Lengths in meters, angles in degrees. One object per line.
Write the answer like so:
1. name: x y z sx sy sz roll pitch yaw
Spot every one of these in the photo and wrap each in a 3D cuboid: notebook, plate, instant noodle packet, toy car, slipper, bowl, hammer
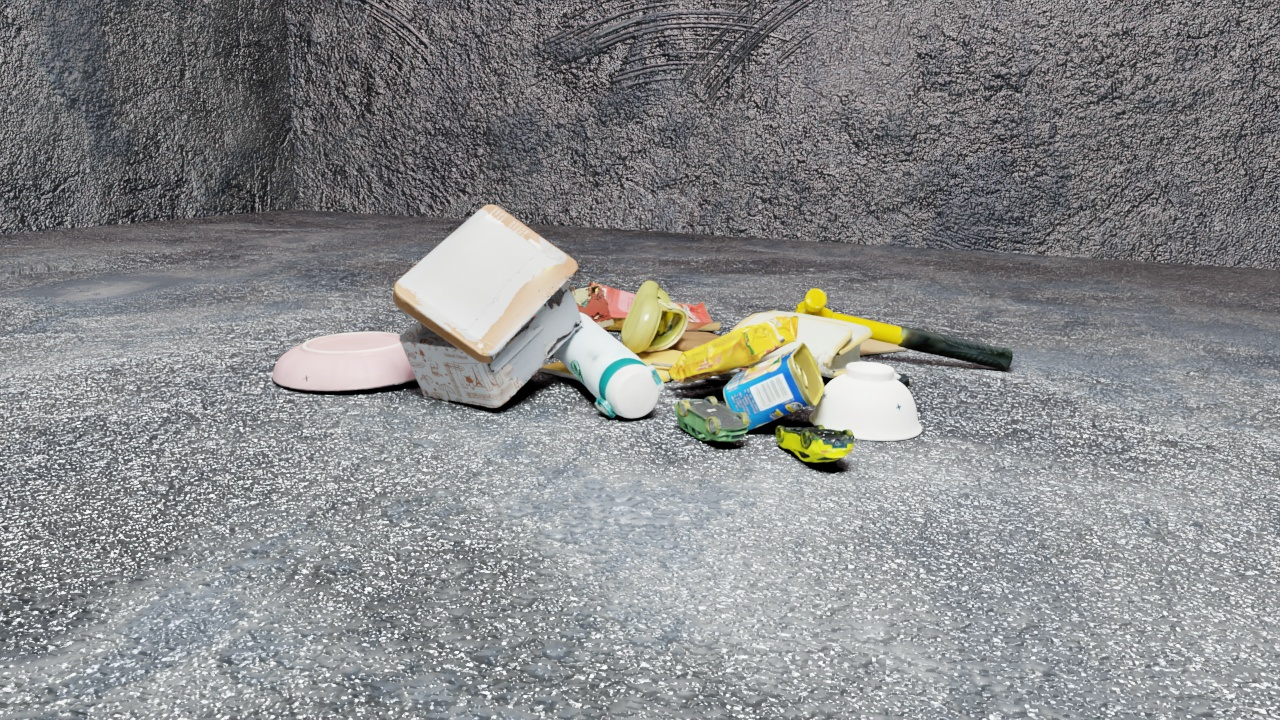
1. notebook: -0.007 0.007 1.194 0.146 0.010 0.205 13 17 38
2. plate: -0.343 -0.005 1.108 0.192 0.039 0.192 -1 13 0
3. notebook: 0.273 -0.024 1.379 0.207 0.008 0.148 -6 16 -31
4. instant noodle packet: 0.110 -0.012 1.044 0.129 0.044 0.110 -24 0 44
5. toy car: 0.070 0.061 0.917 0.043 0.036 0.091 -4 14 -30
6. slipper: 0.020 -0.049 1.266 0.081 0.092 0.190 26 13 -4
7. bowl: 0.243 0.038 0.983 0.118 0.065 0.118 3 13 -1
8. toy car: 0.164 0.079 0.870 0.048 0.032 0.105 -1 2 -14
9. hammer: 0.361 -0.033 1.272 0.301 0.032 0.129 13 -18 4

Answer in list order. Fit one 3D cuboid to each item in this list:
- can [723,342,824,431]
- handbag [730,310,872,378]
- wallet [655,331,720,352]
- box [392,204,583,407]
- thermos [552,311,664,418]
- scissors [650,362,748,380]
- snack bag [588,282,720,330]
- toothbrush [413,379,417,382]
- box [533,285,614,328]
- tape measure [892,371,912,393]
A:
1. can: 0.140 0.029 0.959 0.083 0.057 0.102 -25 3 21
2. handbag: 0.188 -0.019 1.168 0.164 0.063 0.178 13 19 39
3. wallet: 0.087 -0.025 1.333 0.115 0.020 0.101 -5 16 -38
4. box: -0.171 -0.066 1.010 0.150 0.166 0.181 4 37 35
5. thermos: -0.047 0.005 1.055 0.073 0.073 0.224 -3 19 -22
6. scissors: 0.126 0.015 1.151 0.225 0.015 0.188 10 14 18
7. snack bag: 0.014 -0.078 1.462 0.207 0.073 0.128 5 17 -10
8. toothbrush: -0.206 0.009 1.155 0.014 0.016 0.189 22 25 40
9. box: -0.120 -0.067 1.288 0.092 0.078 0.168 -16 1 35
10. tape measure: 0.278 0.030 1.093 0.065 0.033 0.066 -6 18 -40
